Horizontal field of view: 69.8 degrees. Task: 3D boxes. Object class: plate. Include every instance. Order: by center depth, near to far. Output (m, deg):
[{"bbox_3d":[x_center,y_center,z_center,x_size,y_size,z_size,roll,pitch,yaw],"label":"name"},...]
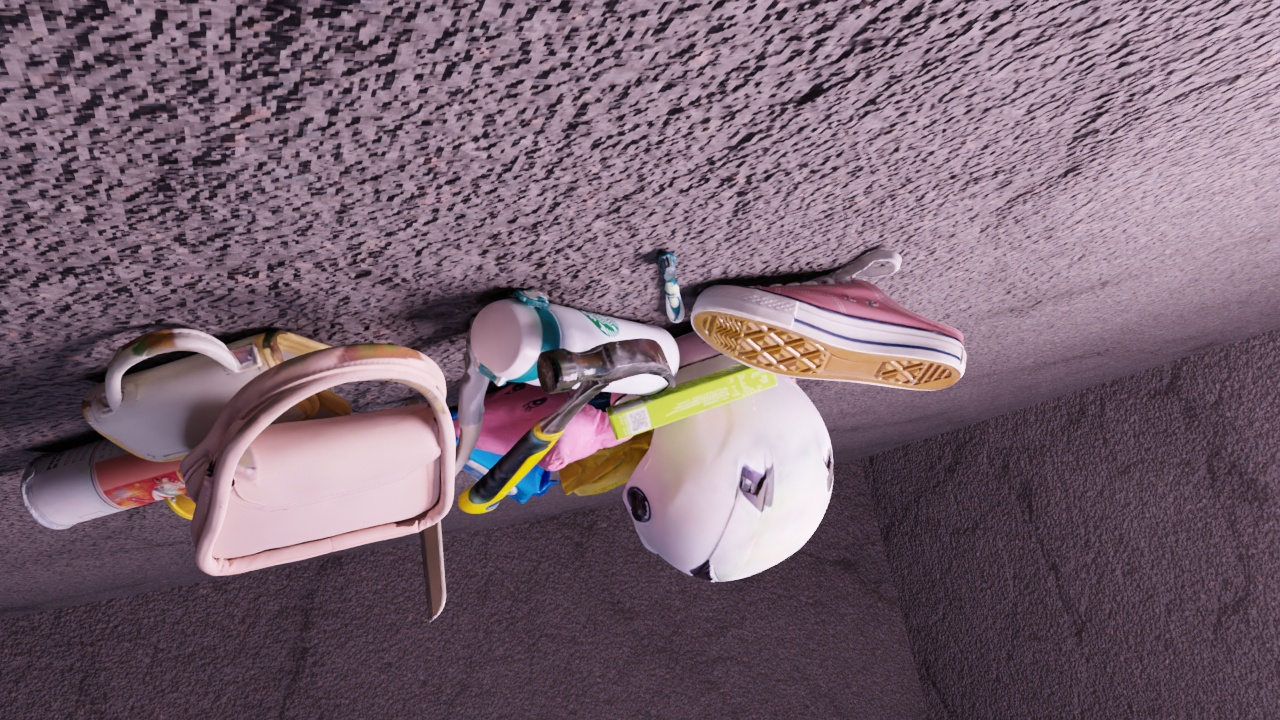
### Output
[{"bbox_3d":[0.056,0.003,0.944,0.192,0.039,0.192,-18,168,-4],"label":"plate"}]

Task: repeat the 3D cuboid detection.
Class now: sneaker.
[{"bbox_3d":[0.164,-0.039,0.798,0.241,0.087,0.118,10,153,-3],"label":"sneaker"}]

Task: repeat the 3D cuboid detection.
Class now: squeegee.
[{"bbox_3d":[-0.155,0.053,0.796,0.039,0.246,0.247,3,135,-24],"label":"squeegee"}]

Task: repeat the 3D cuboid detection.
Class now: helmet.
[{"bbox_3d":[0.114,0.140,0.977,0.228,0.259,0.146,-6,-149,-36],"label":"helmet"}]

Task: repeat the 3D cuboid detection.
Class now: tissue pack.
[{"bbox_3d":[-0.173,0.111,1.054,0.157,0.052,0.095,32,157,-7],"label":"tissue pack"}]

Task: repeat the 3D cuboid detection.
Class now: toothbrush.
[{"bbox_3d":[0.027,-0.053,0.747,0.016,0.018,0.192,-13,167,2],"label":"toothbrush"}]

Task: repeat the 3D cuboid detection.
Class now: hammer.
[{"bbox_3d":[-0.079,0.064,0.767,0.126,0.032,0.324,-9,159,-33],"label":"hammer"}]

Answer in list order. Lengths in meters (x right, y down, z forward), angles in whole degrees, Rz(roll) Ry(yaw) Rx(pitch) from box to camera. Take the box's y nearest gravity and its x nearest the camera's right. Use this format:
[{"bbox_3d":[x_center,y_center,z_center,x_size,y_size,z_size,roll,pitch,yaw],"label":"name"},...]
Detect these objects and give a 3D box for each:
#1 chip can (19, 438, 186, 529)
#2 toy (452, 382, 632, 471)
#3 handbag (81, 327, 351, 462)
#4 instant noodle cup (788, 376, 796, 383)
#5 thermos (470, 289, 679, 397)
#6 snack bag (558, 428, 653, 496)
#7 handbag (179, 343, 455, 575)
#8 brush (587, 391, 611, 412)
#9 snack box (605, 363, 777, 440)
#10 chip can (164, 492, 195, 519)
[{"bbox_3d":[-0.435,0.091,0.816,0.215,0.071,0.071,-16,167,12],"label":"chip can"},{"bbox_3d":[-0.109,0.066,0.933,0.178,0.075,0.195,-6,-162,-28],"label":"toy"},{"bbox_3d":[-0.319,0.024,0.668,0.163,0.063,0.178,-16,164,9],"label":"handbag"},{"bbox_3d":[0.148,0.048,1.129,0.111,0.099,0.112,-13,167,-3],"label":"instant noodle cup"},{"bbox_3d":[-0.048,-0.011,0.751,0.073,0.073,0.224,-19,166,28],"label":"thermos"},{"bbox_3d":[0.002,0.102,1.126,0.158,0.068,0.246,-27,180,12],"label":"snack bag"},{"bbox_3d":[-0.218,0.059,0.647,0.193,0.093,0.235,-11,156,-29],"label":"handbag"},{"bbox_3d":[-0.083,0.074,1.061,0.144,0.073,0.055,-17,129,16],"label":"brush"},{"bbox_3d":[0.045,0.035,0.865,0.156,0.026,0.086,-19,-177,-4],"label":"snack box"},{"bbox_3d":[-0.383,0.100,0.906,0.214,0.072,0.072,-21,165,31],"label":"chip can"}]
